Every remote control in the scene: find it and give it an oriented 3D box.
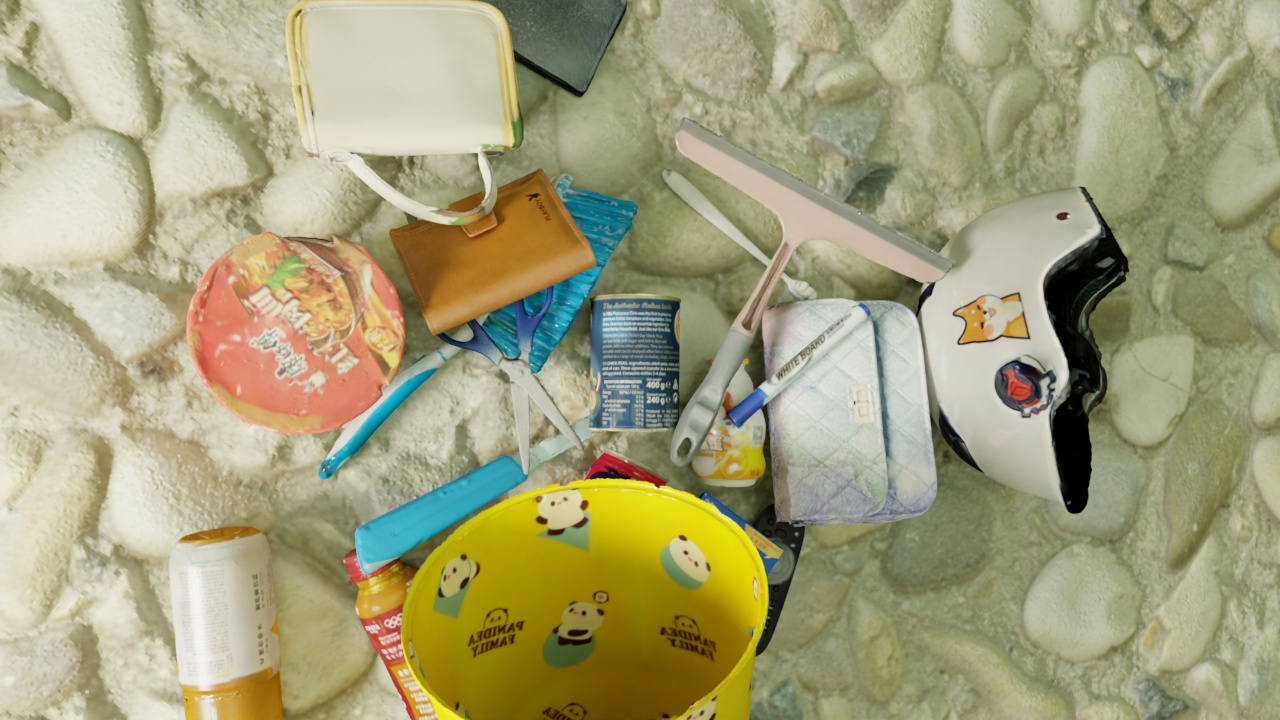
[{"bbox_3d":[0.107,0.194,0.814,0.053,0.024,0.136,22,81,-11],"label":"remote control"}]

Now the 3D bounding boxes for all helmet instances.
[{"bbox_3d":[0.324,-0.015,0.808,0.229,0.157,0.274,0,96,-56],"label":"helmet"}]

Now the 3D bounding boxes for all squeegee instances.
[{"bbox_3d":[0.084,-0.027,0.736,0.247,0.040,0.249,28,85,-3],"label":"squeegee"}]

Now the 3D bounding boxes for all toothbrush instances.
[{"bbox_3d":[0.089,-0.110,0.815,0.180,0.016,0.016,39,76,-14],"label":"toothbrush"}]

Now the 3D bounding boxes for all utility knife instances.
[{"bbox_3d":[-0.116,0.095,0.725,0.237,0.018,0.034,-27,86,-30],"label":"utility knife"}]

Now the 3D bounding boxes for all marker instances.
[{"bbox_3d":[0.130,0.003,0.750,0.145,0.017,0.017,-39,101,-5],"label":"marker"}]

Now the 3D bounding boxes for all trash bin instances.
[{"bbox_3d":[-0.027,0.252,0.640,0.229,0.229,0.256,-15,121,-18],"label":"trash bin"}]

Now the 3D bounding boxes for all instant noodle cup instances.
[{"bbox_3d":[-0.243,-0.017,0.660,0.137,0.109,0.138,0,89,-18],"label":"instant noodle cup"}]

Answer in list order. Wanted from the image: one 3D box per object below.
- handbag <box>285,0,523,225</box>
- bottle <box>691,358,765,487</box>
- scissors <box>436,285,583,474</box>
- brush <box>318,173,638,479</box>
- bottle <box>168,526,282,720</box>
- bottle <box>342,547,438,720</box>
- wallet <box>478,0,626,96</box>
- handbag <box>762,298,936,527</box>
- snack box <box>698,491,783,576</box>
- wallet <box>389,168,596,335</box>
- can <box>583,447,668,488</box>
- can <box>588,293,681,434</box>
[{"bbox_3d":[-0.173,-0.180,0.690,0.163,0.063,0.178,-6,74,-17],"label":"handbag"},{"bbox_3d":[0.075,0.052,0.785,0.063,0.063,0.108,1,89,-18],"label":"bottle"},{"bbox_3d":[-0.095,-0.006,0.704,0.162,0.012,0.164,29,85,-6],"label":"scissors"},{"bbox_3d":[-0.125,-0.018,0.731,0.109,0.060,0.314,32,83,-9],"label":"brush"},{"bbox_3d":[-0.296,0.218,0.662,0.068,0.068,0.189,-5,91,-18],"label":"bottle"},{"bbox_3d":[-0.172,0.219,0.707,0.057,0.057,0.175,-27,96,-16],"label":"bottle"},{"bbox_3d":[-0.079,-0.291,0.763,0.121,0.019,0.097,27,81,-17],"label":"wallet"},{"bbox_3d":[0.175,0.042,0.784,0.134,0.076,0.193,-3,75,1],"label":"handbag"},{"bbox_3d":[0.043,0.199,0.779,0.084,0.026,0.157,36,81,2],"label":"snack box"},{"bbox_3d":[-0.115,-0.087,0.690,0.130,0.035,0.119,-25,60,-9],"label":"wallet"},{"bbox_3d":[-0.023,0.126,0.751,0.066,0.066,0.093,29,81,-15],"label":"can"},{"bbox_3d":[-0.004,0.004,0.752,0.075,0.075,0.111,1,88,-18],"label":"can"}]
